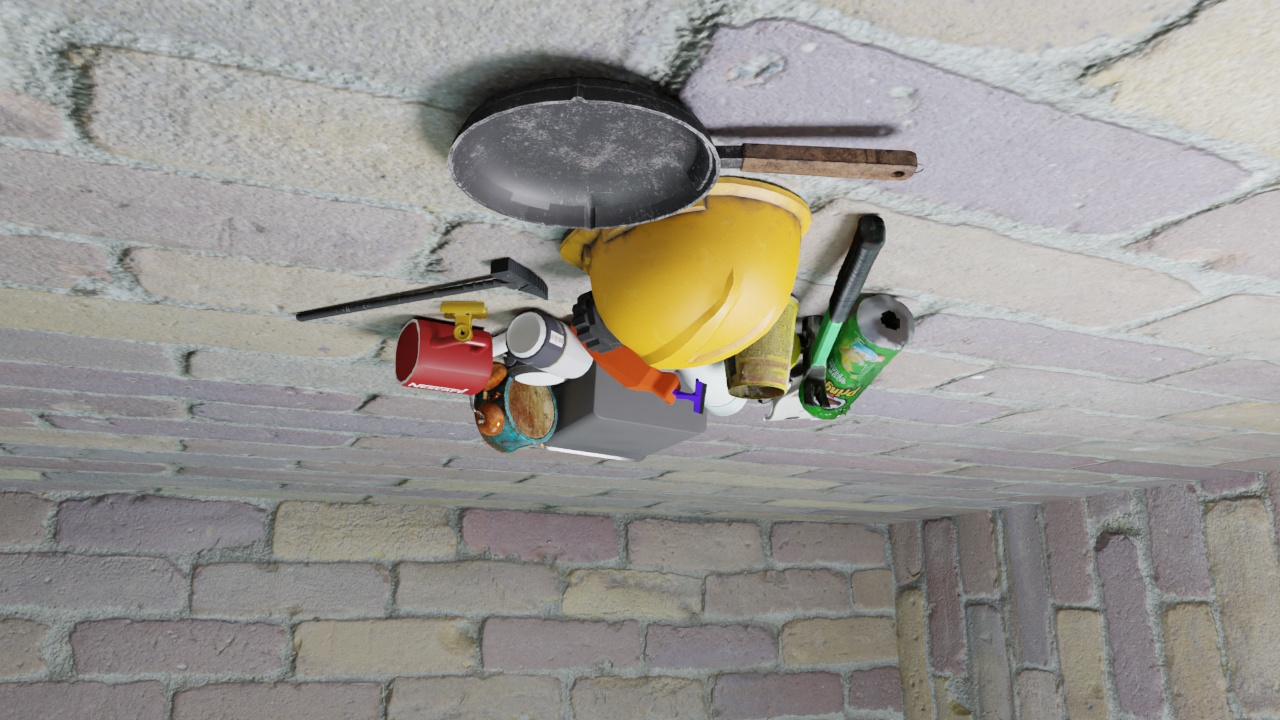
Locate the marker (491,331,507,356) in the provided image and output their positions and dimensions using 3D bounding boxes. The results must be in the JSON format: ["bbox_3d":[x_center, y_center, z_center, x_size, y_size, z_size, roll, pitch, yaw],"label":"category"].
[{"bbox_3d":[-0.184,-0.019,1.192,0.027,0.023,0.133,33,148,-29],"label":"marker"}]

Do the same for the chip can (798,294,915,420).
[{"bbox_3d":[0.262,0.001,1.128,0.075,0.075,0.224,2,155,-9],"label":"chip can"}]

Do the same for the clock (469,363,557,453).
[{"bbox_3d":[-0.196,0.067,1.330,0.073,0.121,0.157,-16,152,32],"label":"clock"}]

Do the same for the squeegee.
[{"bbox_3d":[-0.007,0.006,1.100,0.185,0.055,0.250,36,173,9],"label":"squeegee"}]

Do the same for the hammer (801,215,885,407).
[{"bbox_3d":[0.210,-0.052,0.976,0.032,0.130,0.319,6,155,2],"label":"hammer"}]

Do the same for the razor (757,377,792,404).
[{"bbox_3d":[0.134,0.022,1.302,0.156,0.060,0.057,14,159,25],"label":"razor"}]

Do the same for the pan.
[{"bbox_3d":[0.035,-0.155,0.693,0.357,0.040,0.208,-1,164,-1],"label":"pan"}]

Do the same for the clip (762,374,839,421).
[{"bbox_3d":[0.247,0.053,1.356,0.126,0.110,0.151,-3,174,-21],"label":"clip"}]

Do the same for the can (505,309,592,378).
[{"bbox_3d":[-0.107,-0.017,1.129,0.064,0.064,0.127,-9,162,27],"label":"can"}]

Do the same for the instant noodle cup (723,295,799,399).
[{"bbox_3d":[0.135,-0.015,1.059,0.102,0.108,0.102,2,164,0],"label":"instant noodle cup"}]

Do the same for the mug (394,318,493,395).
[{"bbox_3d":[-0.236,-0.009,1.130,0.096,0.080,0.117,10,155,-33],"label":"mug"}]

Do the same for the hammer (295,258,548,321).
[{"bbox_3d":[-0.259,-0.068,1.038,0.326,0.015,0.095,-7,163,25],"label":"hammer"}]

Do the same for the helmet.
[{"bbox_3d":[0.041,-0.060,0.859,0.205,0.131,0.256,15,157,-41],"label":"helmet"}]

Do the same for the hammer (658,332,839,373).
[{"bbox_3d":[0.157,-0.014,1.218,0.324,0.029,0.127,-6,163,16],"label":"hammer"}]

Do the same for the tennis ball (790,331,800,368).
[{"bbox_3d":[0.166,-0.015,1.139,0.065,0.065,0.065,0,164,0],"label":"tennis ball"}]

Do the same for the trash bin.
[{"bbox_3d":[-0.030,0.080,1.405,0.191,0.097,0.220,11,160,-24],"label":"trash bin"}]

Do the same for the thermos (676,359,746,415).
[{"bbox_3d":[0.075,-0.002,1.121,0.068,0.067,0.230,-6,155,19],"label":"thermos"}]

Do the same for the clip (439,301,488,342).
[{"bbox_3d":[-0.205,-0.048,1.062,0.054,0.048,0.046,1,124,-1],"label":"clip"}]

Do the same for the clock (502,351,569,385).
[{"bbox_3d":[-0.139,0.007,1.248,0.091,0.043,0.123,-5,164,17],"label":"clock"}]
